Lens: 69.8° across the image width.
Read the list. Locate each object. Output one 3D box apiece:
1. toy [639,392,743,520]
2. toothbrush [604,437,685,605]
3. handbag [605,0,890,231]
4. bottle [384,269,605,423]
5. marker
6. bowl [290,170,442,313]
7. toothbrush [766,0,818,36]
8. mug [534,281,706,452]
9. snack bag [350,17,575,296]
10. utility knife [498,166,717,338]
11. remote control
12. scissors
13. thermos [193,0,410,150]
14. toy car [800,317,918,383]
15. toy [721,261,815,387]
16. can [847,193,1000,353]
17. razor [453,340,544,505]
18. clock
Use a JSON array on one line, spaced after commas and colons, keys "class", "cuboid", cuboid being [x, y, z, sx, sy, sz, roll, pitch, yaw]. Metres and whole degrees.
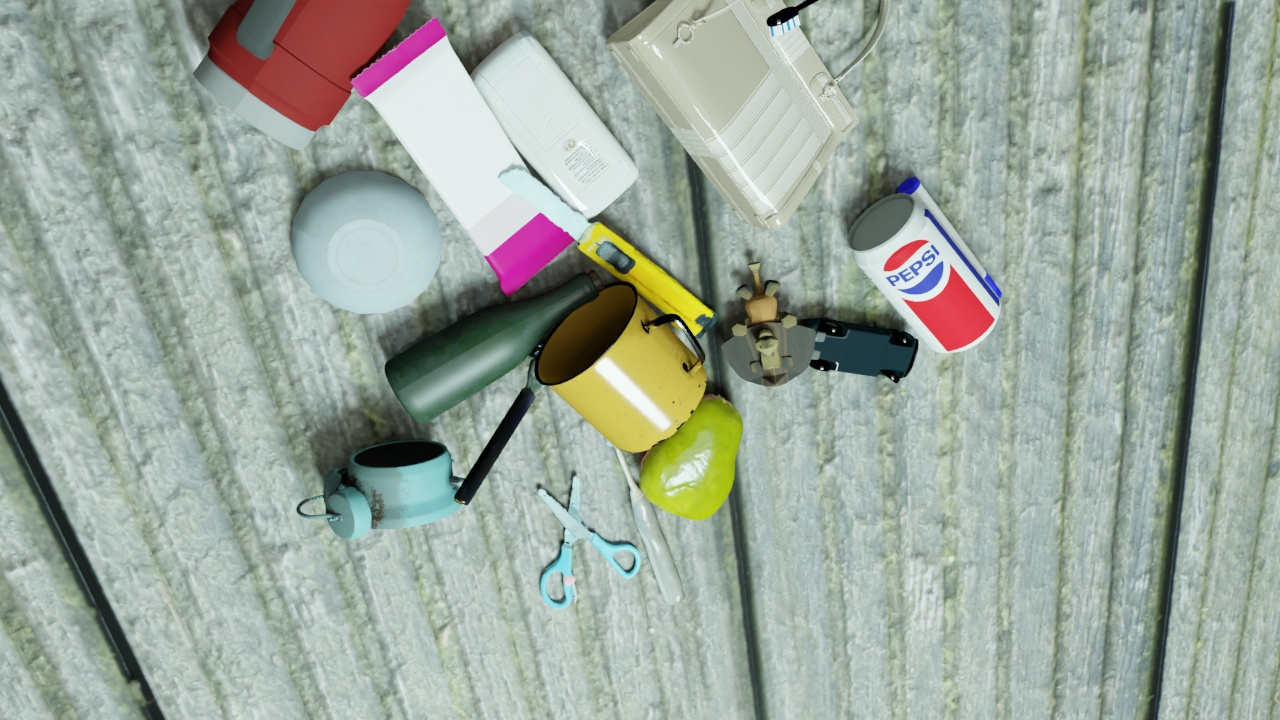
[{"class": "toy", "cuboid": [0.050, 0.081, 0.779, 0.090, 0.051, 0.110, 25, 101, -25]}, {"class": "toothbrush", "cuboid": [0.004, 0.140, 0.807, 0.022, 0.024, 0.186, -43, 124, -40]}, {"class": "handbag", "cuboid": [0.106, -0.229, 0.675, 0.198, 0.062, 0.175, -45, 116, -4]}, {"class": "bottle", "cuboid": [-0.105, -0.018, 0.695, 0.174, 0.055, 0.055, -31, 116, -3]}, {"class": "marker", "cuboid": [0.265, -0.099, 0.780, 0.020, 0.020, 0.141, -44, 116, 5]}, {"class": "bowl", "cuboid": [-0.194, -0.079, 0.654, 0.106, 0.039, 0.106, -5, 113, -13]}, {"class": "toothbrush", "cuboid": [0.152, -0.271, 0.655, 0.167, 0.014, 0.014, -35, 125, -21]}, {"class": "mug", "cuboid": [-0.004, 0.004, 0.698, 0.124, 0.100, 0.094, -23, 125, 36]}, {"class": "snack bag", "cuboid": [-0.116, -0.133, 0.638, 0.070, 0.016, 0.196, -43, 133, -11]}, {"class": "utility knife", "cuboid": [-0.019, -0.078, 0.701, 0.223, 0.019, 0.030, 35, 96, -30]}, {"class": "remote control", "cuboid": [-0.061, -0.166, 0.662, 0.060, 0.025, 0.138, -40, 118, 3]}, {"class": "scissors", "cuboid": [-0.042, 0.158, 0.807, 0.111, 0.015, 0.141, -1, 117, -15]}, {"class": "thermos", "cuboid": [-0.186, -0.231, 0.557, 0.084, 0.108, 0.199, 38, 96, -6]}, {"class": "toy car", "cuboid": [0.184, -0.010, 0.787, 0.112, 0.034, 0.046, 8, 109, -17]}, {"class": "toy", "cuboid": [0.102, -0.029, 0.746, 0.076, 0.062, 0.100, -10, 104, 12]}, {"class": "can", "cuboid": [0.234, -0.070, 0.756, 0.070, 0.070, 0.132, -45, 116, 5]}, {"class": "razor", "cuboid": [-0.101, 0.047, 0.704, 0.043, 0.022, 0.144, 38, 66, -24]}, {"class": "clock", "cuboid": [-0.197, 0.098, 0.699, 0.124, 0.090, 0.053, -8, 102, -24]}]
